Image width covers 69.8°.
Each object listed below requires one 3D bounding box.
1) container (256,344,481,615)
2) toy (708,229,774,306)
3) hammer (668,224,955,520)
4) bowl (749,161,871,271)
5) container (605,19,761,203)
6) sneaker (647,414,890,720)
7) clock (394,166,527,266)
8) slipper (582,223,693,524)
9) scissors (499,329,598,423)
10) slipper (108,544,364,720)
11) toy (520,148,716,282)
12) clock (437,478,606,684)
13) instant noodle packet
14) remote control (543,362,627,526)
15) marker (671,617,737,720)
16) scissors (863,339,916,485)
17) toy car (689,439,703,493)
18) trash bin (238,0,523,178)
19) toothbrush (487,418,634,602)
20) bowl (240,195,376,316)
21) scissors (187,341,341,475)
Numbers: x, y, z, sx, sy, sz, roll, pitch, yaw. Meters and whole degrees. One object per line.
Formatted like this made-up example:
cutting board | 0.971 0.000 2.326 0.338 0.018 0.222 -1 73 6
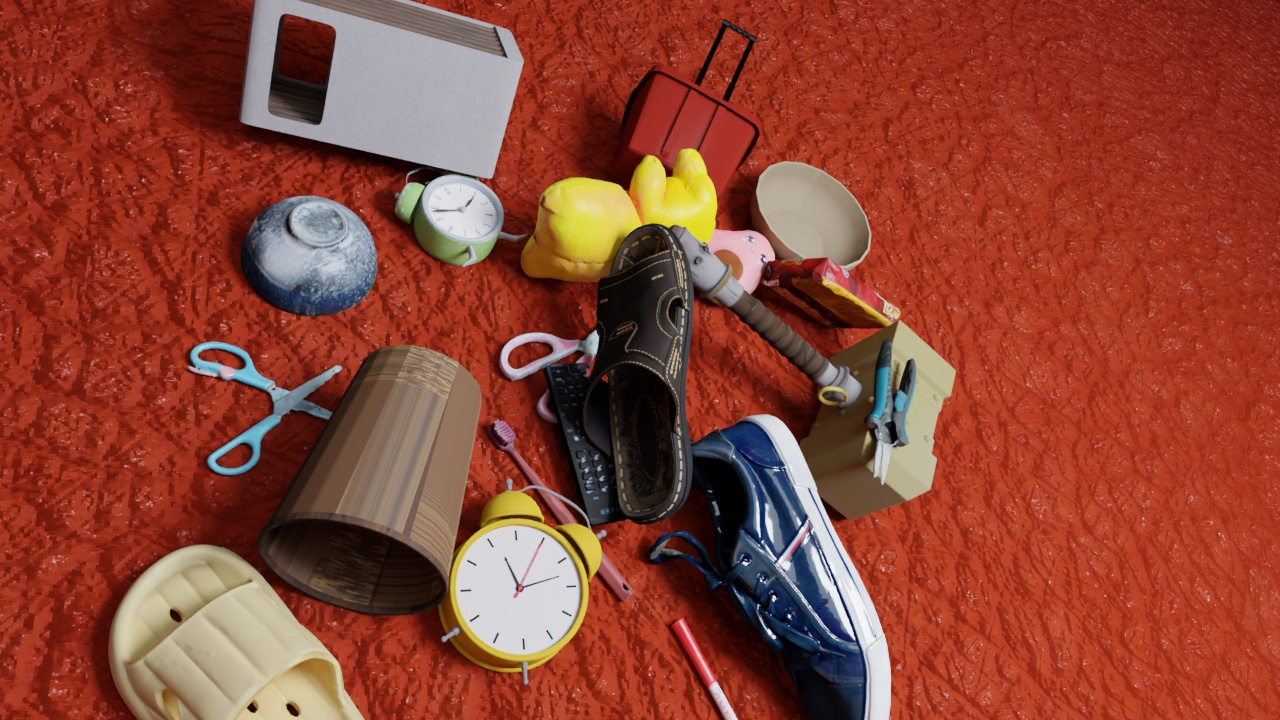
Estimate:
container | -0.187 0.083 0.687 0.132 0.132 0.166 22 47 -13
toy | 0.098 -0.107 0.991 0.109 0.051 0.090 -26 80 -38
hammer | 0.144 -0.016 0.887 0.325 0.101 0.189 39 50 -14
bowl | 0.190 -0.156 1.067 0.152 0.051 0.152 13 56 -19
container | 0.056 -0.261 1.017 0.148 0.127 0.200 27 62 -9
sneaker | 0.103 0.195 0.769 0.127 0.121 0.294 -12 74 -32
clock | -0.179 -0.139 0.878 0.094 0.043 0.119 -31 78 -38
slipper | -0.004 0.005 0.788 0.075 0.113 0.267 18 65 -45
scissors | -0.063 -0.021 0.879 0.103 0.016 0.178 41 52 0
slipper | -0.245 0.229 0.594 0.261 0.079 0.111 48 55 7
toy | -0.016 -0.127 0.894 0.193 0.135 0.087 -16 66 -28
clock | -0.092 0.170 0.723 0.113 0.052 0.151 30 56 -7
instant noodle packet | 0.203 -0.069 0.975 0.135 0.099 0.039 28 81 -31
remote control | -0.049 0.074 0.815 0.047 0.022 0.150 -4 67 -34
marker | 0.065 0.279 0.759 0.012 0.013 0.142 -19 71 -34
scissors | 0.232 0.045 0.838 0.141 0.019 0.127 -17 79 -38
toy car | 0.031 0.085 0.845 0.092 0.037 0.040 31 52 -6
trash bin | -0.240 -0.269 0.856 0.228 0.115 0.114 9 31 -22
toothbrush | -0.068 0.126 0.784 0.016 0.017 0.190 -33 78 -38
bowl | -0.282 -0.101 0.791 0.114 0.061 0.114 12 57 -19
scissors | -0.301 0.039 0.725 0.135 0.015 0.133 20 55 -7
